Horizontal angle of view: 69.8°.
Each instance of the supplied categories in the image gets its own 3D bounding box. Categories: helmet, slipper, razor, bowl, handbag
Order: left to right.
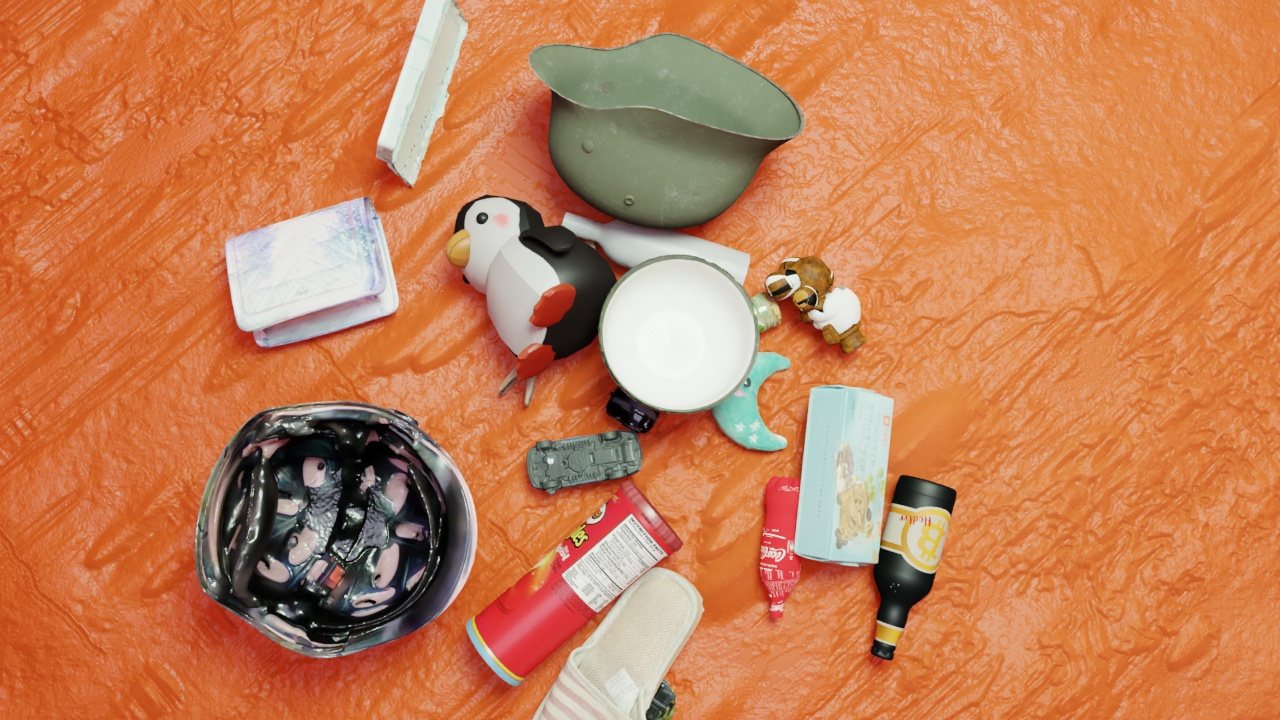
[{"bbox_3d":[-0.342,-0.093,0.960,0.158,0.069,0.126,-17,70,-2],"label":"handbag"},{"bbox_3d":[-0.278,0.159,0.885,0.255,0.152,0.230,8,81,0],"label":"helmet"},{"bbox_3d":[-0.032,0.322,0.896,0.115,0.052,0.262,27,79,31],"label":"slipper"},{"bbox_3d":[-0.006,0.006,0.952,0.063,0.053,0.140,-1,82,-6],"label":"razor"},{"bbox_3d":[0.007,-0.219,0.913,0.267,0.226,0.154,19,125,-7],"label":"helmet"},{"bbox_3d":[0.033,-0.021,0.895,0.153,0.073,0.153,1,81,-6],"label":"bowl"}]

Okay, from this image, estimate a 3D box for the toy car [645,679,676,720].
[{"bbox_3d":[-0.004,0.367,0.922,0.049,0.030,0.107,35,83,5],"label":"toy car"}]

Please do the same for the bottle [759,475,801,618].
[{"bbox_3d":[0.144,0.190,0.935,0.042,0.042,0.141,5,84,1],"label":"bottle"}]

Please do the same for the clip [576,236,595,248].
[{"bbox_3d":[-0.055,-0.116,0.981,0.061,0.026,0.049,42,80,11],"label":"clip"}]

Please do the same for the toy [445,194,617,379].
[{"bbox_3d":[-0.112,-0.096,0.930,0.139,0.159,0.184,-22,58,-40],"label":"toy"}]

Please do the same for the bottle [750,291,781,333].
[{"bbox_3d":[0.091,-0.034,0.961,0.111,0.043,0.043,-25,84,-5],"label":"bottle"}]

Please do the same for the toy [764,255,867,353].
[{"bbox_3d":[0.187,-0.058,0.947,0.067,0.087,0.112,-28,98,35],"label":"toy"}]

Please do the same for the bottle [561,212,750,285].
[{"bbox_3d":[0.013,-0.115,0.957,0.195,0.052,0.052,17,84,-2],"label":"bottle"}]

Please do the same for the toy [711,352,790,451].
[{"bbox_3d":[0.115,0.040,0.959,0.085,0.033,0.105,7,82,-10],"label":"toy"}]

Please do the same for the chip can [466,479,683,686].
[{"bbox_3d":[-0.064,0.220,0.912,0.213,0.087,0.087,-40,85,-3],"label":"chip can"}]

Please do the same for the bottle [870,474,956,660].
[{"bbox_3d":[0.267,0.210,0.924,0.059,0.059,0.181,17,84,2],"label":"bottle"}]

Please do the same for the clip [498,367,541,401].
[{"bbox_3d":[-0.127,0.014,0.965,0.061,0.026,0.049,-14,82,-3],"label":"clip"}]

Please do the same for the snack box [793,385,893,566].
[{"bbox_3d":[0.205,0.115,0.924,0.075,0.053,0.174,13,83,-37],"label":"snack box"}]

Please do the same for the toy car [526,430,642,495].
[{"bbox_3d":[-0.057,0.104,0.945,0.120,0.043,0.056,-10,84,2],"label":"toy car"}]

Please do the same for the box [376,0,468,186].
[{"bbox_3d":[-0.225,-0.290,0.942,0.044,0.136,0.197,18,84,-3],"label":"box"}]
